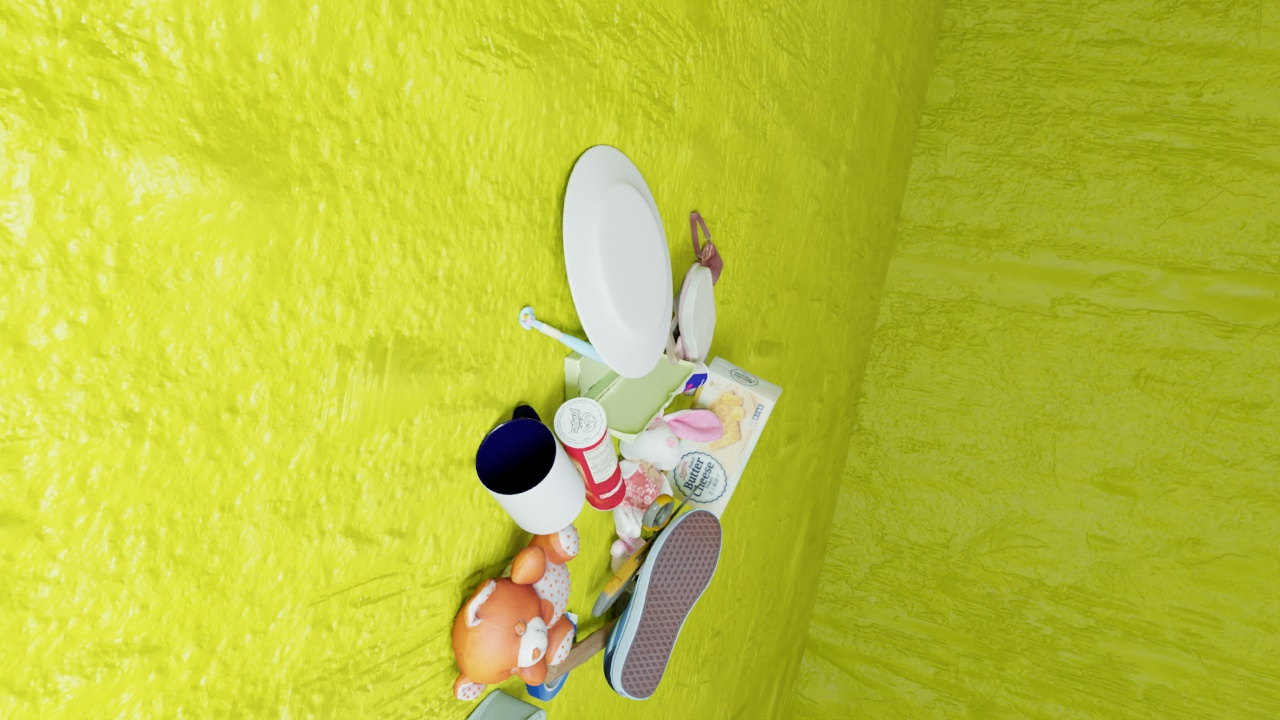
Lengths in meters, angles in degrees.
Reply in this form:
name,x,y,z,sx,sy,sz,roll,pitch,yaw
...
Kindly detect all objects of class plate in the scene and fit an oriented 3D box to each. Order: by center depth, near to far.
name,x,y,z,sx,sy,sz,roll,pitch,yaw
plate,-0.011,-0.103,0.953,0.242,0.016,0.242,25,62,-61

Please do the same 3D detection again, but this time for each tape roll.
name,x,y,z,sx,sy,sz,roll,pitch,yaw
tape roll,-0.105,0.359,1.093,0.092,0.016,0.091,-32,132,-60

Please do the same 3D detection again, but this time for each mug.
name,x,y,z,sx,sy,sz,roll,pitch,yaw
mug,-0.104,0.097,0.881,0.097,0.079,0.111,67,14,-56

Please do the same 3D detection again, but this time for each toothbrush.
name,x,y,z,sx,sy,sz,roll,pitch,yaw
toothbrush,-0.072,-0.021,0.922,0.155,0.016,0.022,28,64,-56

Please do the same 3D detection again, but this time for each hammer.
name,x,y,z,sx,sy,sz,roll,pitch,yaw
hammer,-0.052,0.349,1.145,0.328,0.052,0.098,9,93,-72

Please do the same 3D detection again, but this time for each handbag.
name,x,y,z,sx,sy,sz,roll,pitch,yaw
handbag,-0.149,0.425,0.959,0.106,0.067,0.122,-26,126,-61
handbag,0.085,-0.157,1.255,0.055,0.029,0.120,-65,150,-32

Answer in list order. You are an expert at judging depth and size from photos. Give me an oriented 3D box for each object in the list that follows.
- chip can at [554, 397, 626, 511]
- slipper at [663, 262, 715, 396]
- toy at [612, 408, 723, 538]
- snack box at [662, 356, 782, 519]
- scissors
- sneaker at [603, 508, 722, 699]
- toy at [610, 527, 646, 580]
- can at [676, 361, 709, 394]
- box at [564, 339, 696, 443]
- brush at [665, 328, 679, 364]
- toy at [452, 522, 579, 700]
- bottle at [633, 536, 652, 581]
name,x,y,z,sx,sy,sz,roll,pitch,yaw
chip can,-0.050,0.107,0.991,0.215,0.052,0.051,79,31,-63
slipper,0.061,-0.038,1.213,0.275,0.054,0.114,83,24,-61
toy,0.010,0.124,1.147,0.159,0.084,0.194,32,73,-26
snack box,0.106,0.109,1.277,0.057,0.104,0.208,-41,156,-62
scissors,0.010,0.224,1.132,0.229,0.016,0.225,-52,163,-8
sneaker,0.015,0.290,1.128,0.240,0.083,0.098,-64,-161,-17
toy,-0.015,0.253,1.214,0.110,0.047,0.063,70,30,-49
can,0.046,0.025,1.143,0.095,0.032,0.032,-16,118,-49
box,-0.018,0.013,1.053,0.127,0.066,0.187,50,36,-5
brush,0.022,-0.068,1.078,0.039,0.012,0.151,18,57,-71
toy,-0.117,0.251,0.903,0.172,0.093,0.164,-29,131,-60
bottle,0.023,0.327,1.327,0.061,0.061,0.131,-35,134,-56
